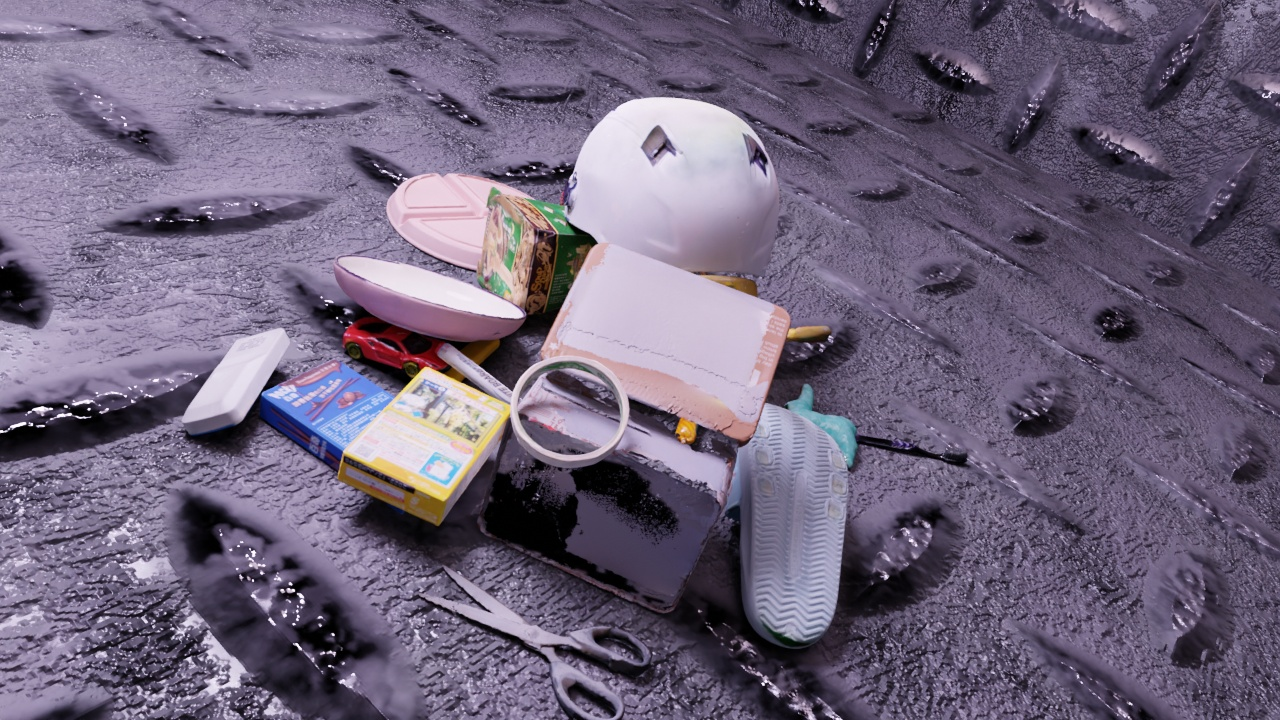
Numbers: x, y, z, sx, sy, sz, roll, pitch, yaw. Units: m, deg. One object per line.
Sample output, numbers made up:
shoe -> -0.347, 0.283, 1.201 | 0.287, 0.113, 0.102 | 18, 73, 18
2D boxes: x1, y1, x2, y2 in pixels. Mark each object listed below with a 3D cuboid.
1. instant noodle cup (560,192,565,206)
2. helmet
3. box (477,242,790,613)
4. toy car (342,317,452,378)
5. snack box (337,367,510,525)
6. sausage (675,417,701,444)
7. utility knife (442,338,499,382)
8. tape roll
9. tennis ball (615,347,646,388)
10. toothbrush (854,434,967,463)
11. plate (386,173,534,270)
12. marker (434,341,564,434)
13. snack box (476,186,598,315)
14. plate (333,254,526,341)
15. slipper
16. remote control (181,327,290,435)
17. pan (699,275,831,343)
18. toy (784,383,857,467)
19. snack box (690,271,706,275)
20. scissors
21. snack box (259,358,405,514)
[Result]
instant noodle cup -> -0.031, -0.153, 1.111 | 0.116, 0.116, 0.123 | -11, 37, -2
helmet -> 0.040, -0.199, 0.968 | 0.228, 0.146, 0.258 | 2, 39, -20
box -> -0.005, 0.049, 0.727 | 0.179, 0.269, 0.136 | 22, 0, 4
toy car -> -0.227, -0.013, 0.869 | 0.106, 0.031, 0.049 | 20, 31, 11
snack box -> -0.168, 0.065, 0.737 | 0.087, 0.034, 0.140 | 24, 33, 3
sausage -> 0.060, 0.044, 0.971 | 0.021, 0.021, 0.164 | 22, 31, 2
utility knife -> -0.165, -0.002, 0.908 | 0.033, 0.015, 0.222 | 12, 29, 15
tape roll -> -0.051, 0.036, 0.664 | 0.085, 0.014, 0.085 | 4, 60, -8
tennis ball -> -0.006, 0.006, 0.947 | 0.065, 0.066, 0.065 | 15, 32, -10
toothbrush -> 0.289, 0.094, 1.038 | 0.189, 0.017, 0.014 | 12, 38, -13
plate -> -0.200, -0.178, 1.153 | 0.229, 0.028, 0.229 | 16, 31, -10
marker -> -0.129, 0.031, 0.850 | 0.145, 0.017, 0.017 | 38, 32, 0
snack box -> -0.107, -0.119, 1.018 | 0.105, 0.118, 0.117 | -5, 35, -34
plate -> -0.210, -0.057, 0.908 | 0.192, 0.039, 0.192 | 18, 10, -3
slipper -> 0.126, 0.143, 0.815 | 0.104, 0.074, 0.244 | 17, 47, -9
remote control -> -0.333, 0.014, 0.758 | 0.049, 0.024, 0.124 | -14, 31, 9
pan -> 0.068, -0.045, 0.910 | 0.197, 0.078, 0.358 | -2, -2, -27
toy -> 0.196, 0.067, 1.004 | 0.092, 0.030, 0.096 | 21, 44, -3
snack box -> 0.055, -0.112, 1.106 | 0.026, 0.154, 0.075 | -18, 28, 15
scissors -> -0.073, 0.201, 0.656 | 0.164, 0.014, 0.164 | 4, 34, -26
snack box -> -0.229, 0.059, 0.767 | 0.157, 0.026, 0.084 | 31, 33, 15
